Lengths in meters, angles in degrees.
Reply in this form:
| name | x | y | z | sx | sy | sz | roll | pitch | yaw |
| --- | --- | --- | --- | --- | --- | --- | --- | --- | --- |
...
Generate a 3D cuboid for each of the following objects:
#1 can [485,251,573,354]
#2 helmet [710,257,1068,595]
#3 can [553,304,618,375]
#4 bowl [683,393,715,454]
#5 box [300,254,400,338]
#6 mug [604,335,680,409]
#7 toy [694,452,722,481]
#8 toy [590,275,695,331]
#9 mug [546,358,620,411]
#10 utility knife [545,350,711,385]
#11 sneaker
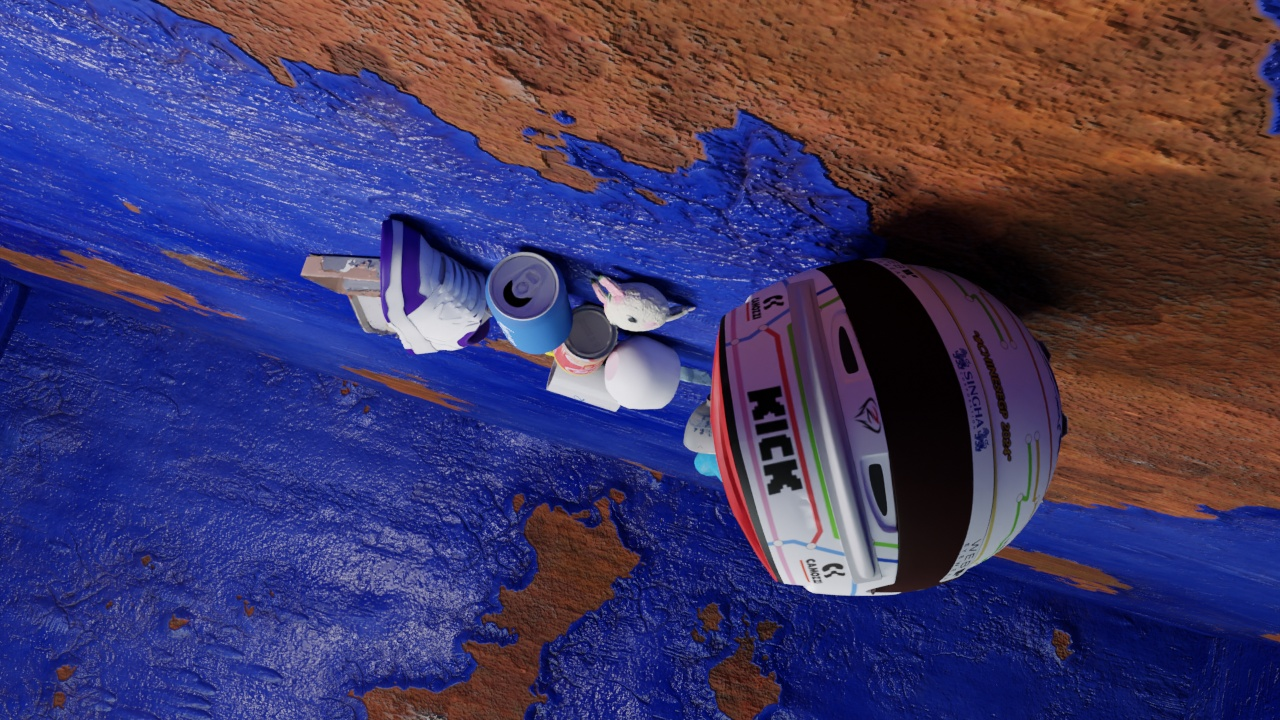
| name | x | y | z | sx | sy | sz | roll | pitch | yaw |
| --- | --- | --- | --- | --- | --- | --- | --- | --- | --- |
| can | -0.113 | -0.058 | 0.956 | 0.079 | 0.079 | 0.146 | 16 | 169 | 3 |
| helmet | 0.172 | 0.044 | 0.649 | 0.236 | 0.231 | 0.314 | -11 | 172 | 2 |
| can | -0.067 | -0.023 | 1.092 | 0.066 | 0.066 | 0.124 | 18 | 169 | -6 |
| bowl | 0.126 | 0.069 | 1.214 | 0.151 | 0.057 | 0.150 | -13 | -166 | 3 |
| box | -0.335 | -0.082 | 1.206 | 0.217 | 0.071 | 0.157 | 7 | 138 | 39 |
| mug | -0.007 | 0.007 | 1.135 | 0.076 | 0.090 | 0.124 | 13 | -157 | -26 |
| toy | 0.170 | 0.124 | 1.268 | 0.191 | 0.099 | 0.224 | -23 | -147 | -24 |
| toy | -0.001 | -0.054 | 0.910 | 0.112 | 0.050 | 0.087 | 27 | 166 | -22 |
| mug | -0.068 | 0.009 | 1.251 | 0.096 | 0.083 | 0.119 | 18 | -164 | -9 |
| utility knife | -0.013 | 0.003 | 1.195 | 0.233 | 0.028 | 0.020 | 13 | 176 | -12 |
| sneaker | -0.219 | -0.074 | 1.018 | 0.111 | 0.091 | 0.245 | -3 | 159 | -5 |
